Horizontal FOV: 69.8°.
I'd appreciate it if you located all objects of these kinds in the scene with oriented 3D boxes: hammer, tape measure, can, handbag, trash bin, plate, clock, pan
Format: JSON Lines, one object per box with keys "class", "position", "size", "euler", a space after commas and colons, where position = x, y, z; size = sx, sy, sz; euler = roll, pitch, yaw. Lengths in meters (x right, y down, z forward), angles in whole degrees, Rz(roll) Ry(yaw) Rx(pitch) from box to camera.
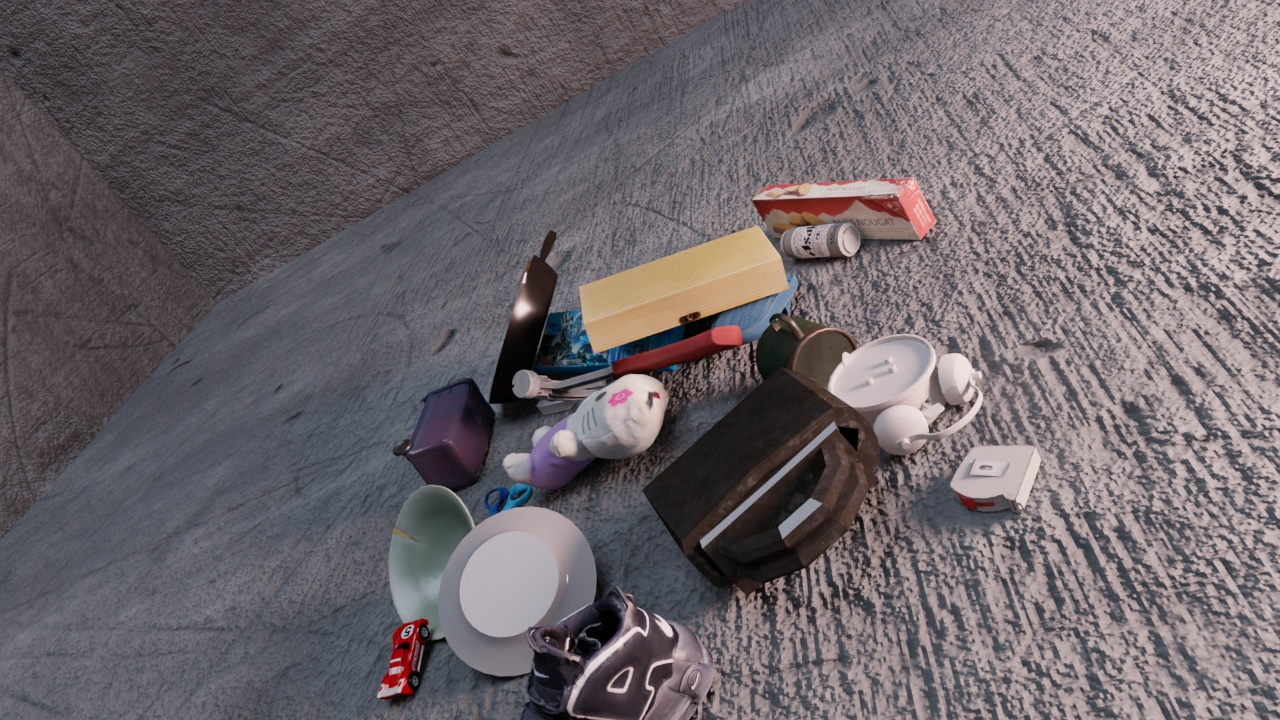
{"class": "hammer", "position": [-0.007, 0.006, 1.128], "size": [0.317, 0.126, 0.036], "euler": [-16, 73, 39]}
{"class": "tape measure", "position": [0.293, 0.096, 0.758], "size": [0.062, 0.020, 0.060], "euler": [-4, 39, 45]}
{"class": "can", "position": [0.238, -0.158, 1.218], "size": [0.107, 0.044, 0.043], "euler": [4, 45, 51]}
{"class": "handbag", "position": [0.125, 0.119, 0.816], "size": [0.197, 0.102, 0.199], "euler": [-42, 19, 1]}
{"class": "trash bin", "position": [-0.272, 0.106, 1.302], "size": [0.092, 0.094, 0.160], "euler": [-21, 29, 14]}
{"class": "plate", "position": [-0.129, 0.227, 0.924], "size": [0.173, 0.019, 0.172], "euler": [-8, 59, 14]}
{"class": "tape measure", "position": [-0.110, 0.047, 1.300], "size": [0.065, 0.017, 0.064], "euler": [-11, 35, 39]}
{"class": "clock", "position": [0.250, 0.030, 0.872], "size": [0.119, 0.061, 0.159], "euler": [-41, 26, -13]}
{"class": "pan", "position": [-0.160, -0.083, 1.397], "size": [0.355, 0.043, 0.249], "euler": [-78, 7, -46]}

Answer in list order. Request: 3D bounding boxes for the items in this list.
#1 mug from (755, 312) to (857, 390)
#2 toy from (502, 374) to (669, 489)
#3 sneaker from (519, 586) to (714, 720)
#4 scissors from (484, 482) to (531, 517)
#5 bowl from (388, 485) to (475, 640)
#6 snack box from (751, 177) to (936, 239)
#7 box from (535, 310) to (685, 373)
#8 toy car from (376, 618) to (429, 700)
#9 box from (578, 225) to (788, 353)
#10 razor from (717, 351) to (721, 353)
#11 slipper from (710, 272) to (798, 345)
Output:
{"class": "mug", "position": [0.168, -0.011, 0.977], "size": [0.085, 0.111, 0.081], "euler": [-43, 26, -9]}
{"class": "toy", "position": [-0.057, 0.089, 1.088], "size": [0.210, 0.085, 0.137], "euler": [-28, 6, 26]}
{"class": "sneaker", "position": [-0.063, 0.278, 0.711], "size": [0.252, 0.151, 0.097], "euler": [-45, 29, -19]}
{"class": "scissors", "position": [-0.183, 0.204, 1.132], "size": [0.073, 0.016, 0.133], "euler": [-9, 41, 33]}
{"class": "bowl", "position": [-0.215, 0.227, 1.050], "size": [0.175, 0.067, 0.174], "euler": [-10, 76, 43]}
{"class": "snack box", "position": [0.262, -0.200, 1.228], "size": [0.044, 0.076, 0.273], "euler": [-47, 30, -19]}
{"class": "box", "position": [-0.028, -0.052, 1.290], "size": [0.244, 0.075, 0.166], "euler": [-2, 37, 40]}
{"class": "toy car", "position": [-0.254, 0.320, 0.984], "size": [0.038, 0.025, 0.089], "euler": [-21, 43, 24]}
{"class": "box", "position": [0.045, -0.105, 1.201], "size": [0.247, 0.076, 0.257], "euler": [-18, 13, 2]}
{"class": "razor", "position": [0.110, -0.057, 1.214], "size": [0.018, 0.044, 0.140], "euler": [0, 42, 11]}
{"class": "slipper", "position": [0.146, -0.061, 1.148], "size": [0.104, 0.059, 0.213], "euler": [-14, 19, 21]}
